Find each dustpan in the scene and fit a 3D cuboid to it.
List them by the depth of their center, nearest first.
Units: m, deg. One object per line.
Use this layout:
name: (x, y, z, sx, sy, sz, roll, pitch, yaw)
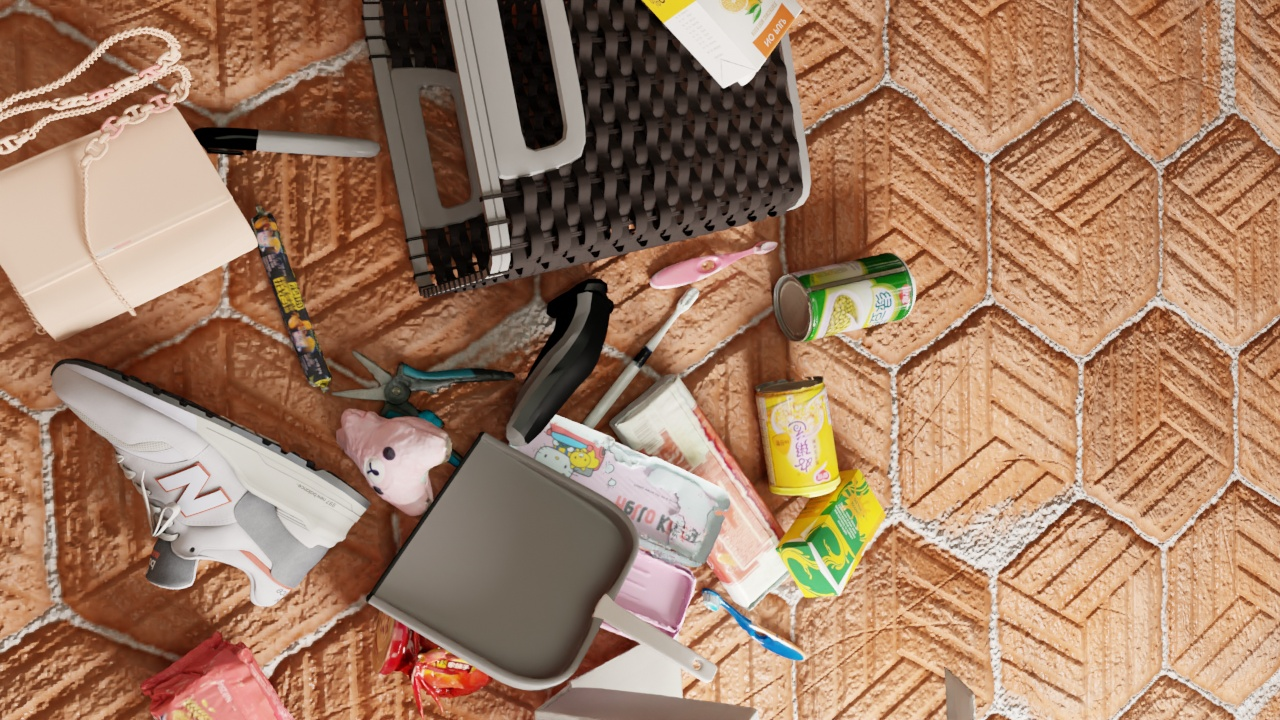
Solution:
dustpan: (-0.057, 0.181, 0.718, 0.257, 0.033, 0.162, 31, 60, 0)

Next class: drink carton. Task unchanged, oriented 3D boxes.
drink carton: (0.042, -0.237, 0.580, 0.122, 0.040, 0.058, 41, 72, -21)
drink carton: (0.184, 0.160, 0.871, 0.122, 0.041, 0.058, -43, 107, -41)

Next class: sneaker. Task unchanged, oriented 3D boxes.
sneaker: (-0.330, 0.101, 0.671, 0.239, 0.089, 0.124, 31, 77, -22)

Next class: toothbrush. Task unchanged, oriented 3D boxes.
toothbrush: (-0.005, 0.005, 0.831, 0.012, 0.017, 0.186, 38, 78, 3)
toothbrush: (0.070, -0.091, 0.857, 0.134, 0.016, 0.021, -20, 98, -20)
toothbrush: (0.109, 0.257, 0.879, 0.135, 0.022, 0.017, 37, 38, -17)

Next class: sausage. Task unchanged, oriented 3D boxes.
sausage: (-0.276, -0.047, 0.724, 0.020, 0.020, 0.155, -20, 98, -20)

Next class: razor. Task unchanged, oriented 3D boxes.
razor: (-0.069, 0.004, 0.774, 0.060, 0.057, 0.156, 12, 65, 16)

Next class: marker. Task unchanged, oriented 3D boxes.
marker: (-0.277, -0.170, 0.725, 0.138, 0.016, 0.022, 0, 122, -22)

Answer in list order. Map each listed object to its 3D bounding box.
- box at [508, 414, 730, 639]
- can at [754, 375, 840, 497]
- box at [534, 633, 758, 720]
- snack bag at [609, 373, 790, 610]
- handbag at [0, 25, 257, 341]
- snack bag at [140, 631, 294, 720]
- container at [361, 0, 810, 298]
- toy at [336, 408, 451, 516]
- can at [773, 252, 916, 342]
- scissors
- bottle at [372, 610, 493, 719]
box: (-0.037, 0.145, 0.792, 0.201, 0.041, 0.153, 25, 74, -7)
can: (0.148, 0.071, 0.864, 0.067, 0.068, 0.105, -11, 95, -20)
box: (-0.026, 0.334, 0.820, 0.164, 0.446, 0.167, -4, 92, -14)
snack bag: (0.063, 0.122, 0.849, 0.077, 0.041, 0.225, -38, 105, -15)
handbag: (-0.362, -0.097, 0.600, 0.198, 0.187, 0.116, -32, 95, -22)
snack bag: (-0.297, 0.293, 0.695, 0.082, 0.082, 0.176, -30, 102, -18)
container: (-0.048, -0.194, 0.692, 0.243, 0.246, 0.247, -12, 95, -24)
toy: (-0.201, 0.073, 0.733, 0.096, 0.099, 0.052, 30, 38, 1)
can: (0.196, -0.061, 0.879, 0.120, 0.067, 0.067, -13, 96, -20)
scissors: (-0.170, 0.029, 0.767, 0.118, 0.019, 0.148, -46, 104, -13)
bottle: (-0.152, 0.227, 0.738, 0.111, 0.099, 0.099, 14, 86, -23)
